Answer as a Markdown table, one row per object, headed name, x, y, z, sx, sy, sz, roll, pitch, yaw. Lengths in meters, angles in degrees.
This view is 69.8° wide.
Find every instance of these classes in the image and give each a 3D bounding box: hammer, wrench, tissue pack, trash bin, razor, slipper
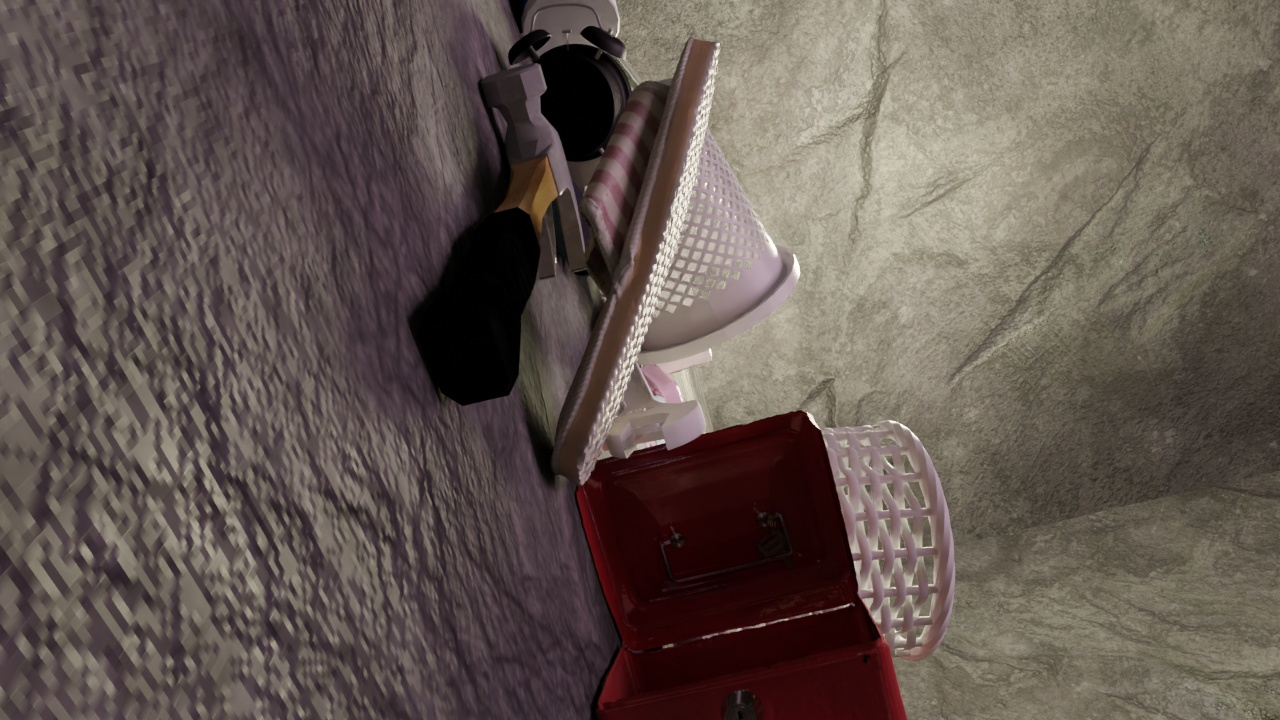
| name | x | y | z | sx | sy | sz | roll | pitch | yaw |
| --- | --- | --- | --- | --- | --- | --- | --- | --- | --- |
| hammer | -0.067 | -0.070 | 0.490 | 0.327 | 0.039 | 0.131 | -92 | 167 | -65 |
| wrench | -0.005 | 0.025 | 0.672 | 0.273 | 0.066 | 0.018 | -125 | -161 | -79 |
| tissue pack | 0.057 | -0.062 | 1.094 | 0.197 | 0.141 | 0.120 | -105 | 178 | -71 |
| trash bin | 0.017 | -0.133 | 0.836 | 0.195 | 0.196 | 0.200 | -93 | 158 | -64 |
| razor | -0.054 | -0.110 | 0.711 | 0.143 | 0.047 | 0.052 | 59 | 42 | -63 |
| slipper | -0.011 | -0.060 | 0.523 | 0.115 | 0.052 | 0.262 | 68 | 39 | -81 |

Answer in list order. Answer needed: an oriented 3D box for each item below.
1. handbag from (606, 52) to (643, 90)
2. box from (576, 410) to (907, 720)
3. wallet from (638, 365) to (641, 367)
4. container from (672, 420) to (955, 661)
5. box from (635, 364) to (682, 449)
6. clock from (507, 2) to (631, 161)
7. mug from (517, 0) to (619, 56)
| name | x | y | z | sx | sy | sz | roll | pitch | yaw |
| --- | --- | --- | --- | --- | --- | --- | --- | --- | --- |
| handbag | -0.035 | -0.279 | 0.998 | 0.151 | 0.074 | 0.176 | 45 | -2 | -35 |
| box | 0.051 | 0.142 | 0.513 | 0.170 | 0.157 | 0.156 | -89 | 162 | -72 |
| wallet | -0.006 | 0.006 | 1.035 | 0.087 | 0.013 | 0.121 | -103 | 177 | -73 |
| container | 0.120 | 0.147 | 0.730 | 0.189 | 0.186 | 0.189 | 176 | -89 | -83 |
| box | 0.039 | 0.114 | 0.951 | 0.153 | 0.066 | 0.201 | -93 | 167 | -63 |
| clock | -0.054 | -0.208 | 0.701 | 0.042 | 0.091 | 0.121 | -61 | 151 | -67 |
| mug | -0.077 | -0.337 | 0.886 | 0.122 | 0.091 | 0.090 | 122 | -36 | -50 |
